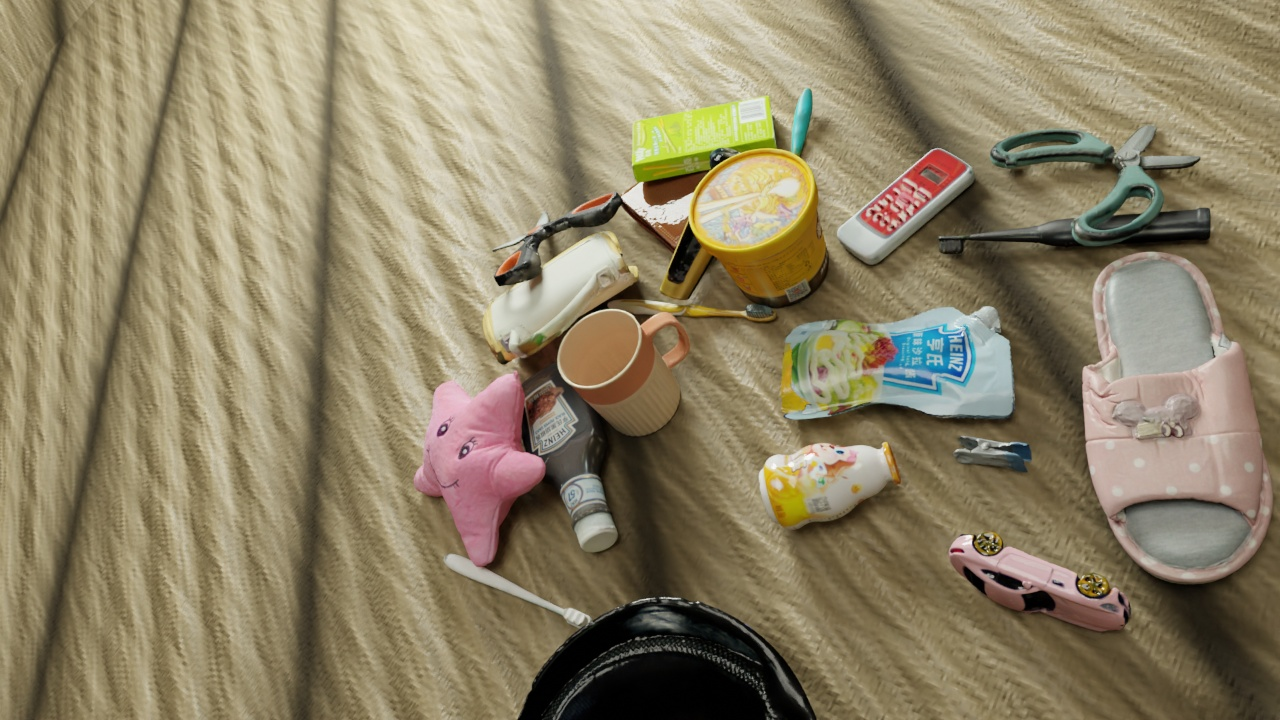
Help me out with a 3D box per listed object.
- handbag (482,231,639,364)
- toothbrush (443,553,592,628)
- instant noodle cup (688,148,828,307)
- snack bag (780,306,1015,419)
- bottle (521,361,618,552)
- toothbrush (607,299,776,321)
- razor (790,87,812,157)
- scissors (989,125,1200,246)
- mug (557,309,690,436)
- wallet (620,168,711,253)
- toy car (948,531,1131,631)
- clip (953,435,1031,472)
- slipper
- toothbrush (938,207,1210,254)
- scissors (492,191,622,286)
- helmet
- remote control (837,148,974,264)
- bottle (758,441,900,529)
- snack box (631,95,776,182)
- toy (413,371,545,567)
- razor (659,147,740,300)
[{"bbox_3d":[-0.083,-0.061,0.915,0.163,0.063,0.178,-33,15,5],"label":"handbag"},{"bbox_3d":[-0.119,0.210,0.846,0.180,0.016,0.016,14,65,33],"label":"toothbrush"},{"bbox_3d":[0.120,-0.118,0.869,0.119,0.114,0.118,-13,55,19],"label":"instant noodle cup"},{"bbox_3d":[0.219,0.004,0.792,0.191,0.039,0.110,-5,47,24],"label":"snack bag"},{"bbox_3d":[-0.067,0.092,0.878,0.080,0.044,0.194,-34,52,14],"label":"bottle"},{"bbox_3d":[0.046,-0.053,0.927,0.192,0.018,0.016,6,61,30],"label":"toothbrush"},{"bbox_3d":[0.168,-0.233,0.973,0.043,0.028,0.132,10,66,6],"label":"razor"},{"bbox_3d":[0.383,-0.161,0.806,0.170,0.019,0.171,17,55,38],"label":"scissors"},{"bbox_3d":[-0.005,0.005,0.860,0.114,0.106,0.081,-37,51,1],"label":"mug"},{"bbox_3d":[0.046,-0.175,1.000,0.101,0.032,0.124,-40,51,-5],"label":"wallet"},{"bbox_3d":[0.278,0.160,0.648,0.122,0.056,0.037,19,66,35],"label":"toy car"},{"bbox_3d":[0.277,0.074,0.724,0.058,0.026,0.036,9,57,37],"label":"clip"},{"bbox_3d":[0.389,0.028,0.676,0.114,0.054,0.273,-4,58,25],"label":"slipper"},{"bbox_3d":[0.368,-0.109,0.794,0.213,0.026,0.027,-1,92,28],"label":"toothbrush"},{"bbox_3d":[-0.100,-0.134,0.989,0.228,0.022,0.220,-22,23,28],"label":"scissors"},{"bbox_3d":[0.018,0.302,0.582,0.234,0.230,0.274,-6,47,13],"label":"helmet"},{"bbox_3d":[0.254,-0.149,0.881,0.136,0.020,0.056,-40,51,-1],"label":"remote control"},{"bbox_3d":[0.154,0.097,0.748,0.108,0.063,0.063,-18,54,16],"label":"bottle"},{"bbox_3d":[0.069,-0.244,1.009,0.156,0.026,0.085,-9,47,10],"label":"snack box"},{"bbox_3d":[-0.160,0.082,0.898,0.194,0.074,0.179,41,109,42],"label":"toy"},{"bbox_3d":[0.066,-0.137,0.922,0.062,0.067,0.167,26,89,25],"label":"razor"}]
